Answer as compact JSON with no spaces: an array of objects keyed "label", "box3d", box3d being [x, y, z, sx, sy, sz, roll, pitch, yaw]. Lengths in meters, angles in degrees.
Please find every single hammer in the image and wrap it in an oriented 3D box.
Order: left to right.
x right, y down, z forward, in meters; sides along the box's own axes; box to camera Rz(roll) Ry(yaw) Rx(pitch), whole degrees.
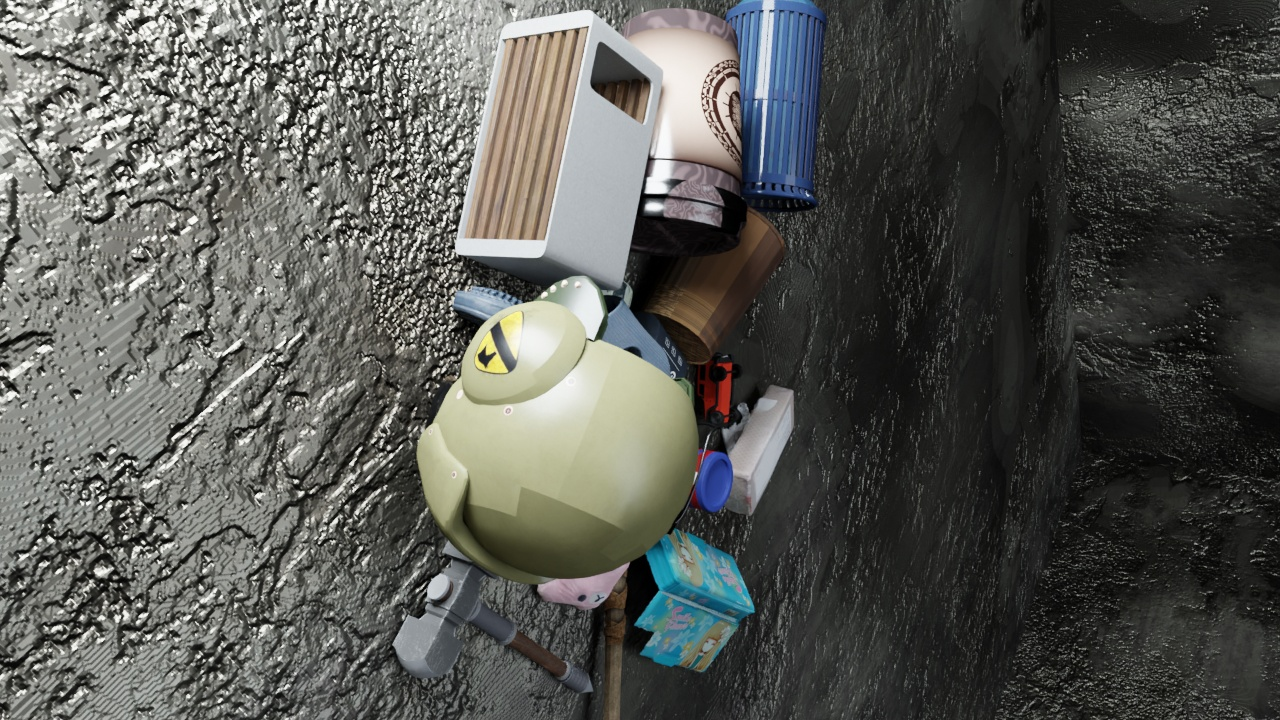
[{"label":"hammer","box3d":[-0.123,0.300,0.969,0.322,0.043,0.155,54,54,-46]},{"label":"hammer","box3d":[-0.033,0.360,1.081,0.121,0.049,0.318,7,85,-74]}]

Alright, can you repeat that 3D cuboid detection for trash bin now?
[{"label":"trash bin","box3d":[-0.075,-0.194,0.881,0.114,0.115,0.228,18,81,-53]},{"label":"trash bin","box3d":[0.164,-0.324,1.169,0.139,0.139,0.249,2,92,-54]}]

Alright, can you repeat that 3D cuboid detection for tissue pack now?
[{"label":"tissue pack","box3d":[0.163,0.119,1.311,0.180,0.071,0.104,-53,147,-35]}]

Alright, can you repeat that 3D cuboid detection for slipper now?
[{"label":"slipper","box3d":[-0.060,-0.034,0.913,0.263,0.101,0.082,24,83,-34]}]

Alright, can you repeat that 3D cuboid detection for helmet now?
[{"label":"helmet","box3d":[-0.077,0.073,0.789,0.250,0.256,0.232,45,59,-46]}]

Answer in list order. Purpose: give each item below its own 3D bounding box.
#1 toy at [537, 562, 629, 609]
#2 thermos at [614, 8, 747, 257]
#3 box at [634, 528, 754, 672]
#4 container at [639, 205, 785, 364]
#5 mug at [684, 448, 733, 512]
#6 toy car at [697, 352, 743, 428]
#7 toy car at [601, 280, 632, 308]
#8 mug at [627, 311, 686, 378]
[{"label":"toy","box3d":[-0.055,0.241,1.016,0.099,0.096,0.052,36,23,-51]},{"label":"thermos","box3d":[0.035,-0.242,0.990,0.172,0.173,0.226,14,78,-54]},{"label":"box","box3d":[0.069,0.309,1.182,0.227,0.084,0.172,37,57,-50]},{"label":"container","box3d":[0.078,-0.091,1.107,0.167,0.132,0.132,-58,138,-21]},{"label":"mug","box3d":[0.056,0.145,1.150,0.111,0.076,0.075,19,80,-53]},{"label":"toy car","box3d":[0.102,0.040,1.218,0.051,0.049,0.100,-7,102,-54]},{"label":"toy car","box3d":[-0.032,-0.070,1.009,0.105,0.033,0.048,32,78,-72]},{"label":"mug","box3d":[-0.006,0.006,1.058,0.105,0.071,0.077,-43,134,-6]}]
